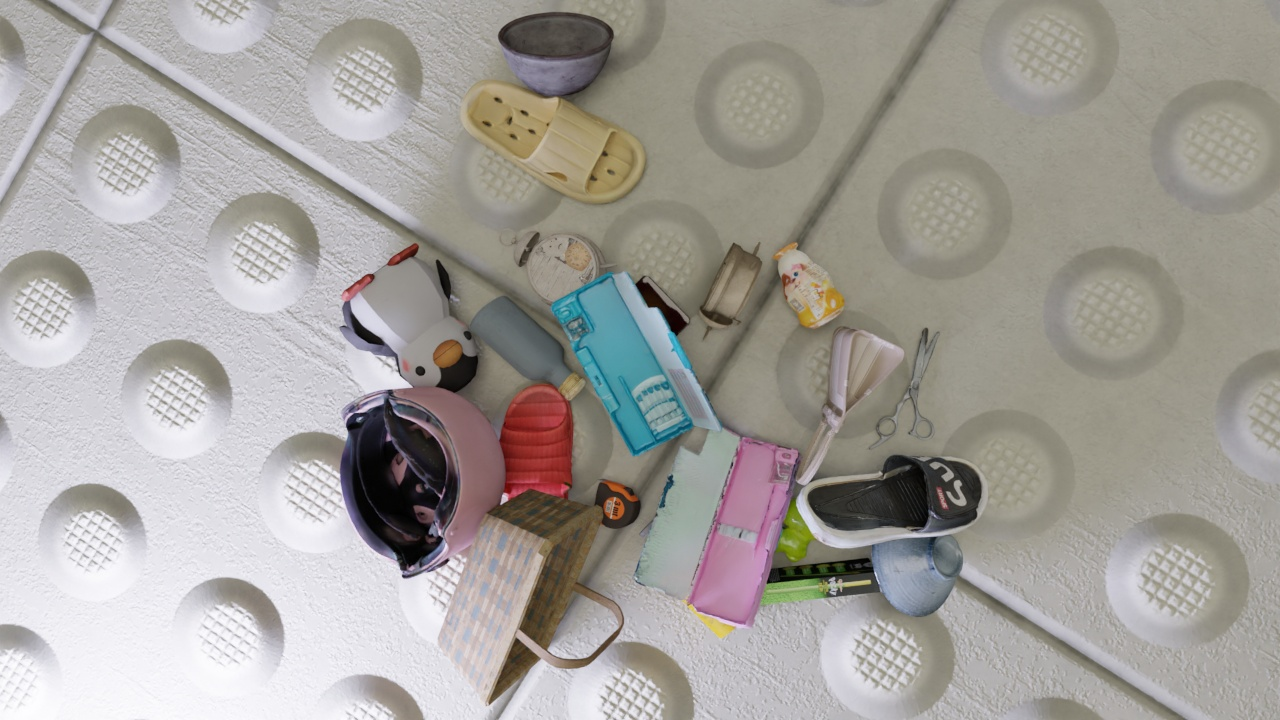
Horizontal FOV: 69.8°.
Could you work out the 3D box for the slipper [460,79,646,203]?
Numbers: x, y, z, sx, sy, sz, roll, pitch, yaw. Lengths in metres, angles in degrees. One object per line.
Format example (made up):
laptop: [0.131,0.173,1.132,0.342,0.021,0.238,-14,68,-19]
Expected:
slipper: [-0.122,-0.290,1.192,0.261,0.079,0.111,27,96,6]

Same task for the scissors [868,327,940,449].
scissors: [0.337,0.039,1.171,0.118,0.014,0.161,-10,92,6]

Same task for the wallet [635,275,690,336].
wallet: [-0.004,-0.044,1.209,0.116,0.018,0.091,-44,86,7]

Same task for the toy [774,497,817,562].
toy: [0.206,0.213,1.176,0.094,0.036,0.093,19,97,13]

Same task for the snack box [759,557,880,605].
snack box: [0.218,0.277,1.151,0.147,0.080,0.025,-8,89,6]

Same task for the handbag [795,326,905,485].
handbag: [0.233,0.059,1.104,0.062,0.175,0.198,25,96,4]

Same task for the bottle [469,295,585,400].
bottle: [-0.141,-0.013,1.196,0.161,0.072,0.046,41,127,5]

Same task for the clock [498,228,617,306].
clock: [-0.117,-0.128,1.198,0.157,0.061,0.103,30,94,4]

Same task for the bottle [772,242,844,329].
bottle: [0.210,-0.096,1.159,0.063,0.063,0.109,-31,88,5]

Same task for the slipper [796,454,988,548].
slipper: [0.313,0.156,1.087,0.263,0.063,0.111,-6,47,-19]

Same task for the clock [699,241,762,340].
clock: [0.113,-0.081,1.166,0.054,0.092,0.141,25,118,-1]

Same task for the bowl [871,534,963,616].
bowl: [0.351,0.239,1.111,0.137,0.057,0.137,9,71,-29]

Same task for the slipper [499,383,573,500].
slipper: [-0.140,0.154,1.203,0.103,0.059,0.249,2,92,6]

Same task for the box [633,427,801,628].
box: [0.098,0.198,1.139,0.160,0.063,0.230,20,70,4]

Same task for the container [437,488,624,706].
container: [-0.119,0.301,1.129,0.186,0.157,0.250,29,110,18]

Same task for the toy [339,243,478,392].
toy: [-0.292,-0.034,1.202,0.158,0.140,0.184,-41,96,-26]

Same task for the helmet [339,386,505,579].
helmet: [-0.270,0.140,1.157,0.256,0.152,0.230,-42,74,37]

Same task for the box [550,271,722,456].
box: [0.004,-0.003,1.153,0.171,0.085,0.227,-20,104,37]

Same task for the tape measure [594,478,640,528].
tape measure: [-0.030,0.190,1.203,0.059,0.038,0.058,10,91,20]

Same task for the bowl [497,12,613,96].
bowl: [-0.106,-0.386,1.175,0.145,0.144,0.067,6,132,6]

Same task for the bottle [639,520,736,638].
bottle: [0.065,0.272,1.174,0.164,0.071,0.071,44,94,5]
